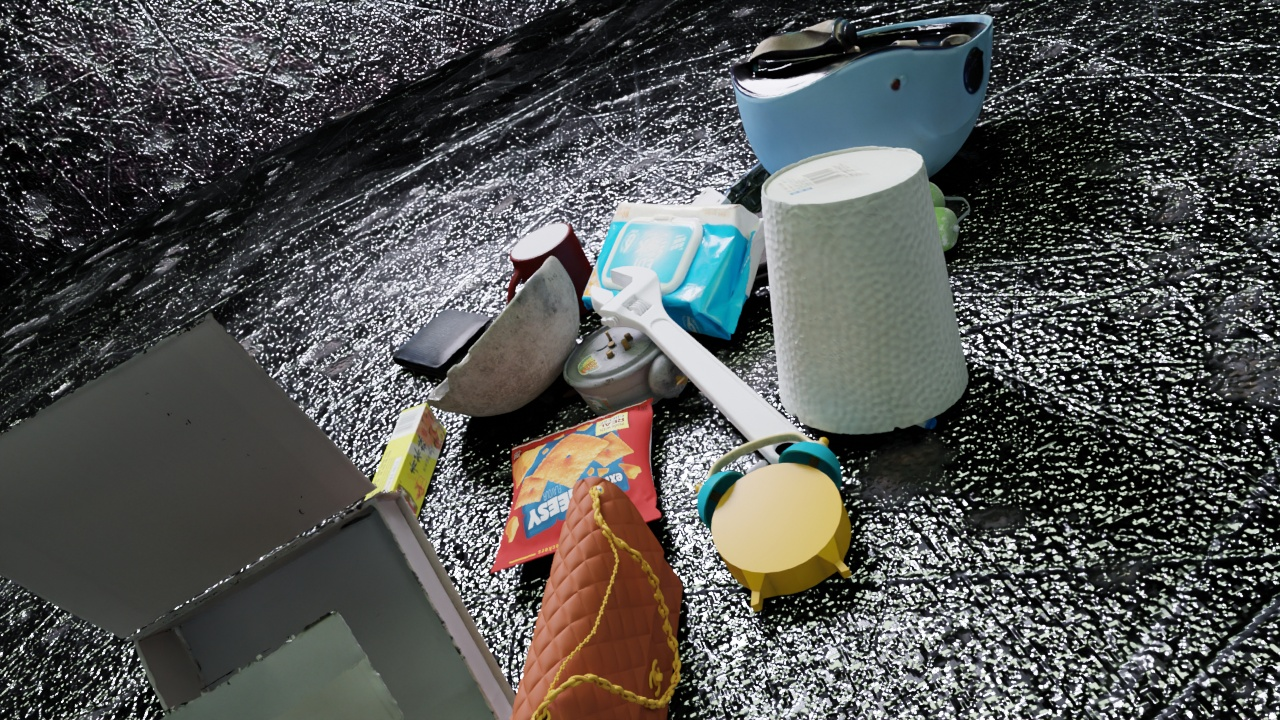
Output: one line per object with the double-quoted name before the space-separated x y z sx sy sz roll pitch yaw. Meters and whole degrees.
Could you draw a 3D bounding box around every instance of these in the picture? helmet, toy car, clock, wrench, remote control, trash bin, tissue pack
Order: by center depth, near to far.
"clock" 0.087 0.097 0.593 0.099 0.044 0.129 -22 38 8
"trash bin" 0.149 -0.052 0.631 0.133 0.161 0.133 -12 27 6
"wrench" 0.042 -0.001 0.730 0.066 0.018 0.273 -26 46 -20
"clock" -0.005 0.004 0.793 0.103 0.056 0.148 -44 32 -26
"clock" 0.229 -0.118 0.810 0.119 0.042 0.094 -18 32 16
"tissue pack" 0.026 -0.089 0.872 0.210 0.066 0.117 12 77 49
"helmet" 0.220 -0.248 0.889 0.265 0.167 0.226 -33 32 -27
"remote control" 0.037 -0.122 0.955 0.136 0.011 0.050 -47 30 5
"toy car" 0.133 -0.188 0.979 0.120 0.056 0.044 -40 9 -12

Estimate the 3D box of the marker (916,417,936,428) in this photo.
"marker" 0.160 0.024 0.676 0.013 0.013 0.142 -38 32 -18

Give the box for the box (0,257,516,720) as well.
"box" -0.209 0.124 0.481 0.167 0.339 0.160 -31 41 -6

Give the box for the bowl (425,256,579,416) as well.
"bowl" -0.112 -0.008 0.855 0.178 0.081 0.178 -48 10 11

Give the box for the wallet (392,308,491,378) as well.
"wallet" -0.219 -0.021 1.029 0.115 0.026 0.089 9 47 46

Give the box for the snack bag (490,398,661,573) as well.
"snack bag" -0.047 0.094 0.705 0.131 0.039 0.143 -20 31 11

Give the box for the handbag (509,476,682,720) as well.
"handbag" -0.018 0.160 0.510 0.060 0.109 0.171 -15 32 20

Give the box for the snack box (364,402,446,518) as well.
"snack box" -0.211 0.099 0.826 0.029 0.040 0.147 -19 31 15

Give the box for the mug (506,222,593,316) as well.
"mug" -0.101 -0.084 0.976 0.105 0.082 0.073 -40 33 -21

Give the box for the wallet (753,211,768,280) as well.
"wallet" 0.108 -0.113 0.911 0.120 0.031 0.099 -17 35 16
